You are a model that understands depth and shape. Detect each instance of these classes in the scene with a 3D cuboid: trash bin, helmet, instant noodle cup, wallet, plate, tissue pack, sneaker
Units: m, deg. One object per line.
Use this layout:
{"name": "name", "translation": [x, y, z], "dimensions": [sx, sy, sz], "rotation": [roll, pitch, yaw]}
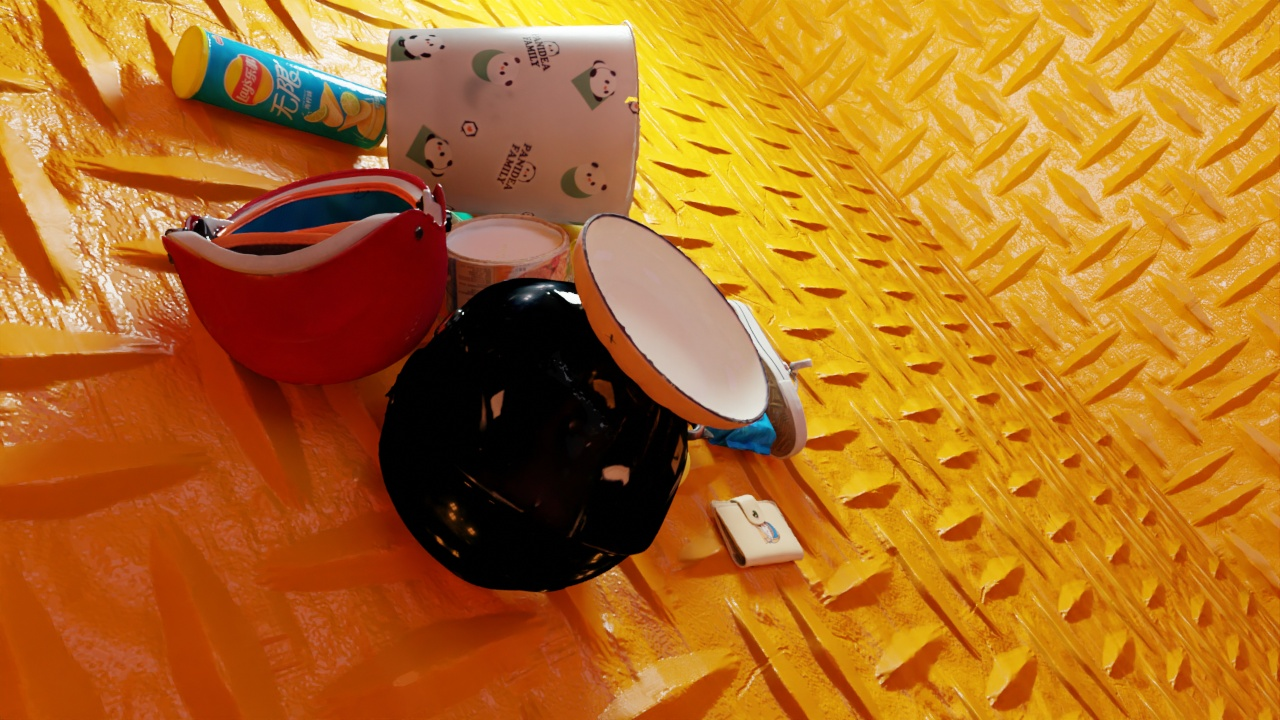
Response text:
{"name": "trash bin", "translation": [-0.142, -0.257, 1.001], "dimensions": [0.251, 0.230, 0.229], "rotation": [0, 43, -11]}
{"name": "helmet", "translation": [-0.250, -0.065, 0.740], "dimensions": [0.207, 0.144, 0.239], "rotation": [-8, 23, -3]}
{"name": "instant noodle cup", "translation": [-0.129, -0.068, 0.878], "dimensions": [0.151, 0.112, 0.151], "rotation": [2, 30, -1]}
{"name": "helmet", "translation": [-0.071, 0.052, 0.741], "dimensions": [0.233, 0.231, 0.274], "rotation": [29, 71, -25]}
{"name": "wallet", "translation": [0.130, 0.188, 1.027], "dimensions": [0.115, 0.024, 0.087], "rotation": [6, 45, -47]}
{"name": "plate", "translation": [0.018, -0.024, 0.683], "dimensions": [0.192, 0.039, 0.192], "rotation": [37, 29, -25]}
{"name": "tissue pack", "translation": [0.105, 0.049, 1.148], "dimensions": [0.094, 0.052, 0.157], "rotation": [11, 43, -45]}
{"name": "sneaker", "translation": [0.170, 0.020, 1.215], "dimensions": [0.087, 0.119, 0.240], "rotation": [3, 51, -38]}

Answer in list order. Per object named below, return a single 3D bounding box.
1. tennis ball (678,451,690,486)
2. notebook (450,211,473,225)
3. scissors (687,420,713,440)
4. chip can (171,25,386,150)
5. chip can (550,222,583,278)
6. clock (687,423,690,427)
{"name": "tennis ball", "translation": [0.019, 0.105, 0.950], "dimensions": [0.065, 0.066, 0.065], "rotation": [31, 31, -22]}
{"name": "notebook", "translation": [-0.142, -0.100, 1.042], "dimensions": [0.209, 0.012, 0.150], "rotation": [38, 14, -10]}
{"name": "scissors", "translation": [0.002, 0.004, 0.997], "dimensions": [0.223, 0.015, 0.188], "rotation": [5, 52, -31]}
{"name": "chip can", "translation": [-0.371, -0.280, 0.965], "dimensions": [0.209, 0.071, 0.071], "rotation": [8, 45, -48]}
{"name": "chip can", "translation": [-0.137, -0.196, 1.137], "dimensions": [0.213, 0.072, 0.071], "rotation": [51, 29, 19]}
{"name": "clock", "translation": [0.035, 0.026, 1.058], "dimensions": [0.117, 0.060, 0.158], "rotation": [47, 42, 9]}
